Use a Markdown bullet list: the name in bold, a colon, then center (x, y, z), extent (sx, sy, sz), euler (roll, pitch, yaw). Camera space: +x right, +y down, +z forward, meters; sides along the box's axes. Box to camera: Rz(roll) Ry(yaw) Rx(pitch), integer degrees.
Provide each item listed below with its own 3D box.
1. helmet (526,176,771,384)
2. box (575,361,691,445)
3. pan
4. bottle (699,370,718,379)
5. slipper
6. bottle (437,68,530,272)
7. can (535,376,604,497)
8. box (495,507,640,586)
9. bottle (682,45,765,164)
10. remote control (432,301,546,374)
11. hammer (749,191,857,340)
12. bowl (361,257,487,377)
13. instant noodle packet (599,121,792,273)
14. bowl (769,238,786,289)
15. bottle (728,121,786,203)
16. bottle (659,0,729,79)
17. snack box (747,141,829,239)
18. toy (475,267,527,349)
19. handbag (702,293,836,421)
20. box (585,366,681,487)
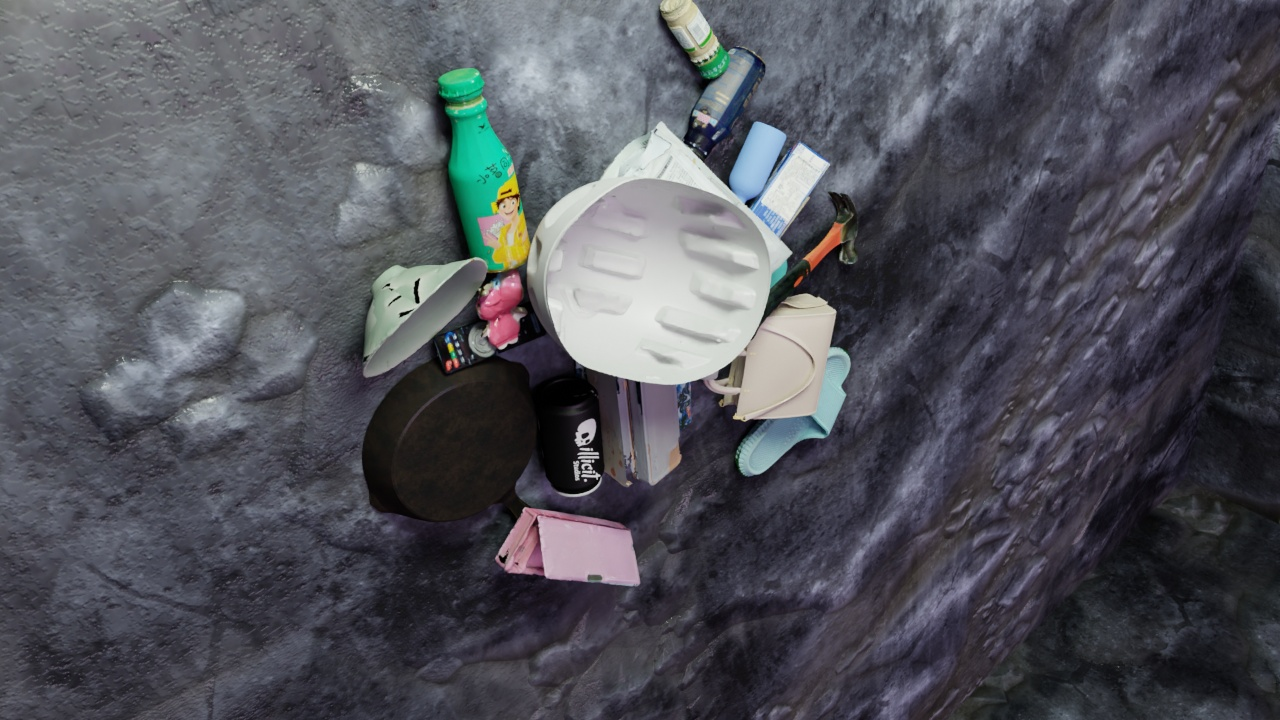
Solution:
- **helmet**: center (0.013, -0.094, 1.034), extent (0.282, 0.183, 0.224), euler (7, 110, -12)
- **box**: center (0.001, 0.013, 1.230), extent (0.174, 0.064, 0.244), euler (-20, 123, -27)
- **pan**: center (-0.195, 0.141, 1.156), extent (0.248, 0.043, 0.356), euler (-44, 135, -13)
- **bottle**: center (0.094, -0.031, 1.291), extent (0.060, 0.060, 0.108), euler (-8, 112, -39)
- **slipper**: center (0.265, 0.090, 1.517), extent (0.276, 0.069, 0.116), euler (-48, 133, -8)
- **bottle**: center (-0.166, -0.197, 0.963), extent (0.068, 0.068, 0.210), euler (-29, 131, -26)
- **can**: center (-0.090, 0.100, 1.197), extent (0.080, 0.080, 0.146), euler (-24, 128, -29)
- **box**: center (-0.082, 0.272, 1.271), extent (0.099, 0.099, 0.232), euler (-57, 145, 4)
- **bottle**: center (0.095, -0.308, 1.136), extent (0.056, 0.056, 0.161), euler (28, 94, -47)
- **remote control**: center (-0.177, -0.028, 1.080), extent (0.140, 0.021, 0.045), euler (-24, 102, -34)
- **hammer**: center (0.231, -0.128, 1.320), extent (0.332, 0.033, 0.133), euler (-44, 138, -37)
- **bowl**: center (-0.245, -0.064, 0.966), extent (0.174, 0.068, 0.174), euler (-45, 178, -2)
- **instant noodle packet**: center (0.065, -0.163, 1.154), extent (0.147, 0.057, 0.269), euler (-45, 124, 7)
- **bowl**: center (0.175, -0.134, 1.317), extent (0.120, 0.046, 0.121), euler (-21, 127, -31)
- **bottle**: center (0.146, -0.248, 1.223), extent (0.048, 0.048, 0.131), euler (14, 104, -45)
- **bottle**: center (0.063, -0.381, 1.077), extent (0.042, 0.043, 0.110), euler (-52, 135, -4)
- **snack box**: center (0.167, -0.188, 1.252), extent (0.059, 0.059, 0.226), euler (35, 93, -4)
- **toy**: center (-0.165, -0.062, 1.049), extent (0.065, 0.050, 0.102), euler (-41, 144, -34)
- **handbag**: center (0.181, 0.000, 1.379), extent (0.197, 0.101, 0.195), euler (-7, 119, -26)
- **box**: center (-0.001, 0.057, 1.196), extent (0.107, 0.095, 0.217), euler (-17, 123, -19)
